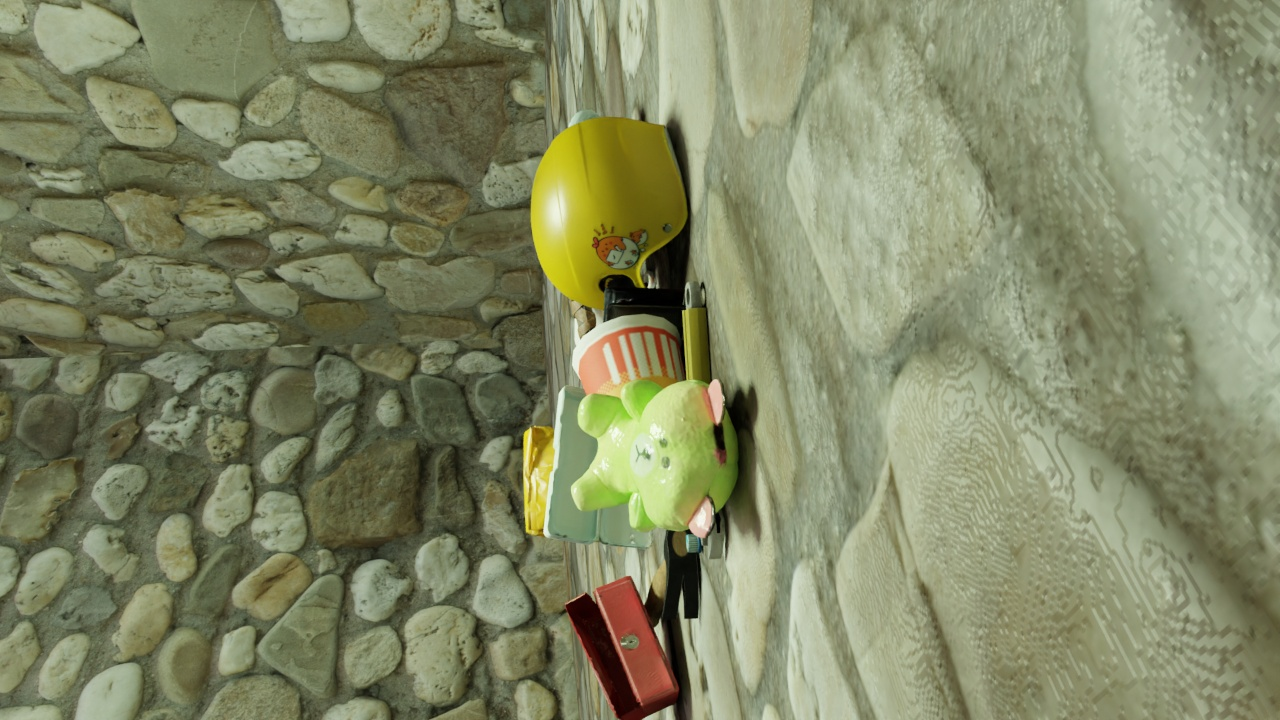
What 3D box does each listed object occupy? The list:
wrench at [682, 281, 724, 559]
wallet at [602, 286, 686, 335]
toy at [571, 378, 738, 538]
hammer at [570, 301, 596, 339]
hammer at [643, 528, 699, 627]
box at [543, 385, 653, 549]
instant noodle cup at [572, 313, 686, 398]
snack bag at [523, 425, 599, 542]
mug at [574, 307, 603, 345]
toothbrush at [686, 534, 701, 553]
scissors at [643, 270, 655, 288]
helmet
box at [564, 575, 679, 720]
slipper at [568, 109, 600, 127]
[{"bbox_3d":[0.061,0.056,0.907,0.084,0.018,0.273,155,112,-80],"label":"wrench"},{"bbox_3d":[0.002,-0.035,1.032,0.115,0.089,0.026,97,172,-52],"label":"wallet"},{"bbox_3d":[0.023,0.088,0.843,0.197,0.107,0.150,3,91,45],"label":"toy"},{"bbox_3d":[-0.058,0.023,1.276,0.122,0.048,0.319,0,105,54],"label":"hammer"},{"bbox_3d":[0.029,0.279,1.129,0.306,0.040,0.132,101,167,-59],"label":"hammer"},{"bbox_3d":[-0.046,0.132,1.140,0.041,0.134,0.196,128,149,-60],"label":"box"},{"bbox_3d":[-0.001,0.037,0.991,0.124,0.123,0.121,98,160,-51],"label":"instant noodle cup"},{"bbox_3d":[-0.087,0.189,1.382,0.247,0.068,0.159,20,-116,-54],"label":"snack bag"},{"bbox_3d":[-0.048,-0.074,1.345,0.121,0.091,0.090,-73,-13,-61],"label":"mug"},{"bbox_3d":[0.053,0.139,0.987,0.022,0.017,0.135,149,118,-69],"label":"toothbrush"},{"bbox_3d":[0.007,-0.078,1.225,0.125,0.011,0.128,-104,16,-47],"label":"scissors"},{"bbox_3d":[-0.060,-0.168,1.044,0.241,0.139,0.208,-57,31,39],"label":"helmet"},{"bbox_3d":[-0.018,0.365,1.150,0.157,0.092,0.129,60,169,25],"label":"box"},{"bbox_3d":[-0.032,-0.211,1.207,0.104,0.074,0.245,-3,-101,-69],"label":"slipper"}]
